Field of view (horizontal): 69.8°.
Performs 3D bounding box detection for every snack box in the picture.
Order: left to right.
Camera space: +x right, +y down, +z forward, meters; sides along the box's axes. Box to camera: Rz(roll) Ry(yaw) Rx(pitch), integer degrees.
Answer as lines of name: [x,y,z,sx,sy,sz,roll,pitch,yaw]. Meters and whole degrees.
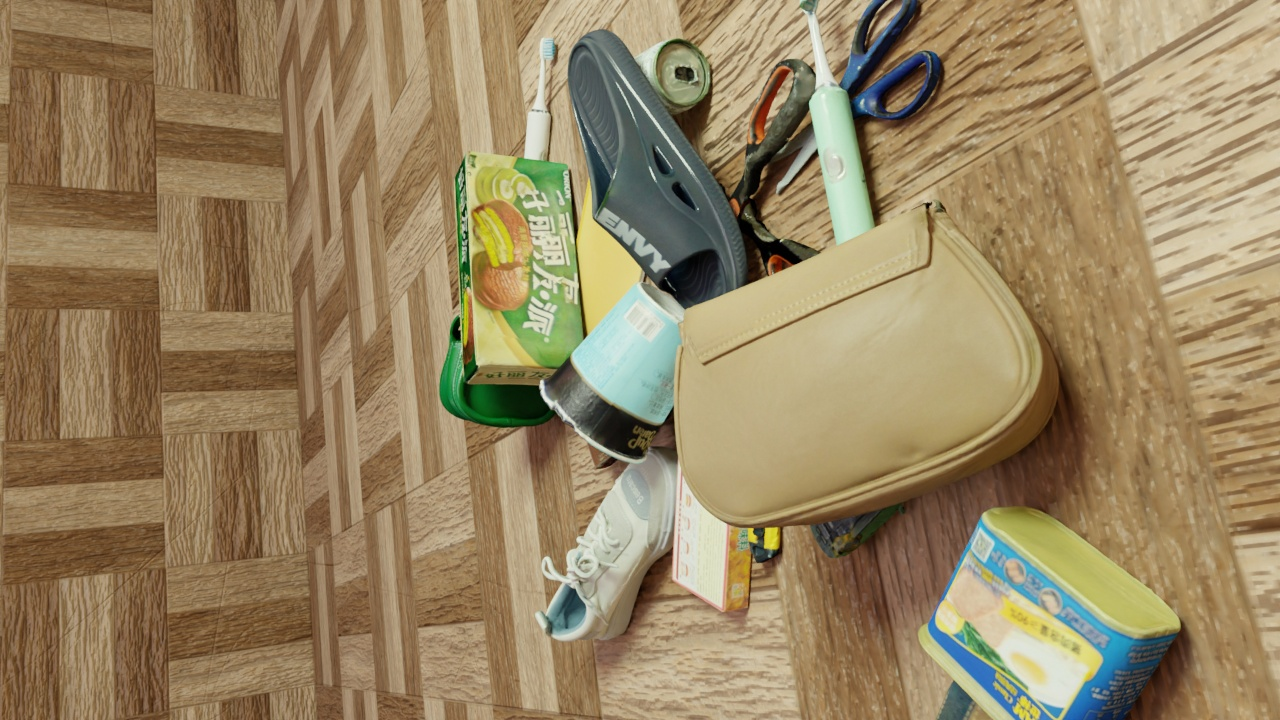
snack box: [-0.129,-0.095,0.954,0.063,0.114,0.239,142,127,-59]
snack box: [0.058,0.113,0.735,0.077,0.027,0.156,14,102,59]

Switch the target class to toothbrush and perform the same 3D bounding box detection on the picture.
toothbrush: [-0.116,-0.249,1.036,0.026,0.026,0.221,11,103,21]
toothbrush: [0.127,-0.140,0.590,0.027,0.027,0.224,-13,84,36]

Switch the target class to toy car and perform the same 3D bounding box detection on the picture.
toy car: [0.141,0.087,0.579,0.091,0.036,0.043,-61,39,38]

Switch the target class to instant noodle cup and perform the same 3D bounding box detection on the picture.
instant noodle cup: [-0.004,0.004,0.755,0.120,0.111,0.111,-53,41,12]

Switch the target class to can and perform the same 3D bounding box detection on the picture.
can: [-0.001,-0.233,0.802,0.147,0.058,0.058,1,91,60]
can: [0.201,0.134,0.458,0.102,0.057,0.083,46,127,50]

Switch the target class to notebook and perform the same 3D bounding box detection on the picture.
notebook: [-0.036,-0.082,0.915,0.146,0.010,0.207,44,128,52]

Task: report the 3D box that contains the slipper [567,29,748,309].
slipper: [-0.010,-0.140,0.732,0.268,0.083,0.111,63,155,13]

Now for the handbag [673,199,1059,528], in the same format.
handbag: [0.118,0.011,0.516,0.205,0.099,0.147,-23,71,25]

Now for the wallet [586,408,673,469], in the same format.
wallet: [-0.024,0.034,0.863,0.125,0.032,0.101,-44,62,48]

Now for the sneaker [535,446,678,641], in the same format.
sneaker: [-0.034,0.171,0.836,0.089,0.090,0.243,58,137,41]

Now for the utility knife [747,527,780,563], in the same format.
utility knife: [0.092,0.078,0.686,0.033,0.015,0.154,5,95,58]

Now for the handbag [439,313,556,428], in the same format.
handbag: [-0.151,0.011,0.999,0.068,0.131,0.120,9,96,56]

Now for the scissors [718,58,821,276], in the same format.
scissors: [0.083,-0.117,0.683,0.234,0.021,0.221,55,142,43]

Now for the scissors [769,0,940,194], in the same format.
scissors: [0.133,-0.178,0.614,0.171,0.012,0.140,18,108,60]

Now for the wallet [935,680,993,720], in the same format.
wallet: [0.205,0.227,0.479,0.115,0.033,0.090,33,118,52]
